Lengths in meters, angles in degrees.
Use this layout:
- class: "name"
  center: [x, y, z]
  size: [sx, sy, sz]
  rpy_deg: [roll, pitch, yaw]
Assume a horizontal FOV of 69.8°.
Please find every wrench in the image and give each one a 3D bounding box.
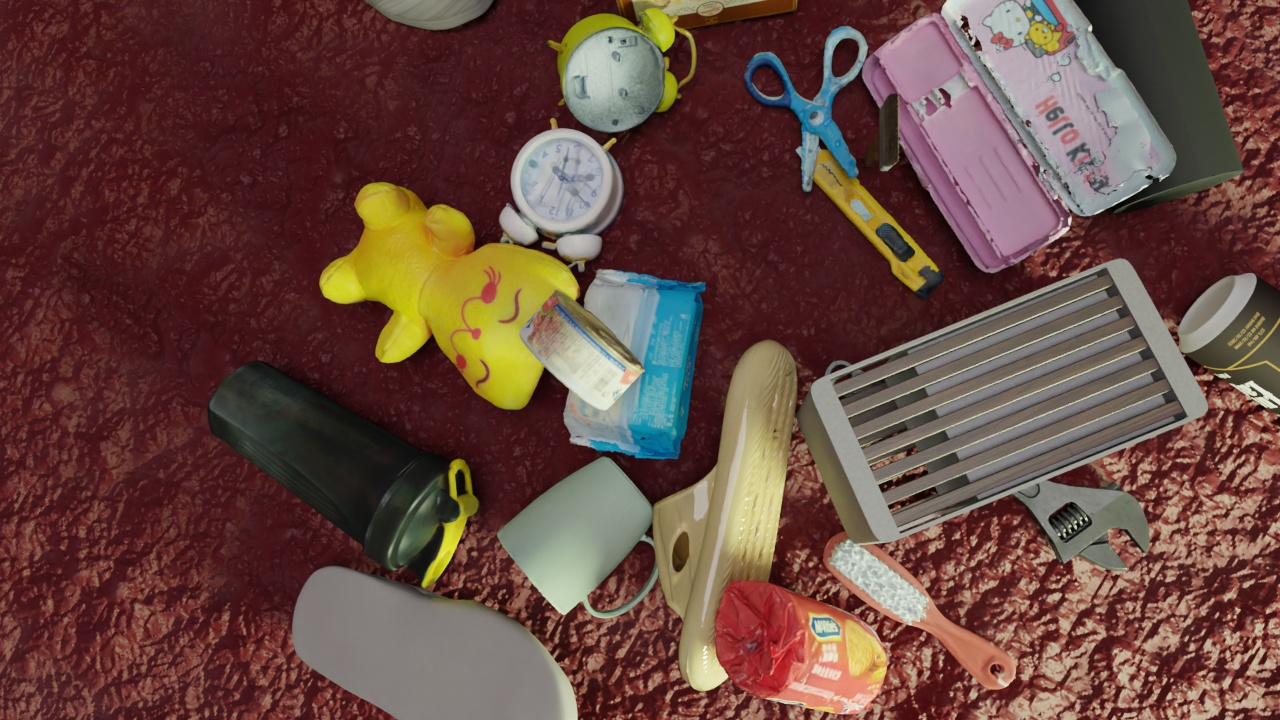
- class: "wrench"
  center: [0.264, 0.076, 0.711]
  size: [0.273, 0.018, 0.073]
  rpy_deg: [32, 90, 8]

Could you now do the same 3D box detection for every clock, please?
- class: "clock"
  center: [-0.064, -0.127, 0.742]
  size: [0.089, 0.052, 0.125]
  rpy_deg: [18, 92, 6]
- class: "clock"
  center: [-0.011, -0.230, 0.725]
  size: [0.119, 0.057, 0.083]
  rpy_deg: [-11, 128, -8]

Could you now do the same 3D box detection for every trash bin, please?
- class: "trash bin"
  center: [0.241, 0.036, 0.651]
  size: [0.229, 0.114, 0.114]
  rpy_deg: [-22, 77, 0]

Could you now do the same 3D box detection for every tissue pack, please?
- class: "tissue pack"
  center: [-0.004, 0.004, 0.721]
  size: [0.093, 0.061, 0.144]
  rpy_deg: [8, 85, 11]

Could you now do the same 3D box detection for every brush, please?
- class: "brush"
  center: [0.174, -0.158, 0.670]
  size: [0.008, 0.143, 0.045]
  rpy_deg: [-1, 95, 7]
- class: "brush"
  center: [0.215, 0.194, 0.703]
  size: [0.172, 0.030, 0.041]
  rpy_deg: [37, 91, 6]

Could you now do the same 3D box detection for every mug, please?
- class: "mug"
  center: [-0.036, 0.142, 0.708]
  size: [0.104, 0.084, 0.111]
  rpy_deg: [-40, 89, -8]

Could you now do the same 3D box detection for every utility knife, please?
- class: "utility knife"
  center: [0.181, -0.114, 0.733]
  size: [0.030, 0.017, 0.159]
  rpy_deg: [-40, 80, -7]

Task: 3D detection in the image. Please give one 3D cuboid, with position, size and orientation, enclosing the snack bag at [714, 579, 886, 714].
- class: "snack bag"
  center: [0.111, 0.204, 0.649]
  size: [0.082, 0.176, 0.082]
  rpy_deg: [-18, 58, 31]

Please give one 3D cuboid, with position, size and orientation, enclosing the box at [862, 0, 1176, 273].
- class: "box"
  center: [0.273, -0.183, 0.682]
  size: [0.153, 0.037, 0.201]
  rpy_deg: [-32, 77, 26]

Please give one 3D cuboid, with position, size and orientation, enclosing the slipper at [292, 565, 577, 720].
- class: "slipper"
  center: [-0.155, 0.238, 0.725]
  size: [0.266, 0.080, 0.113]
  rpy_deg: [14, 82, 24]

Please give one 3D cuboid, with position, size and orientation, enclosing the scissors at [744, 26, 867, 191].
- class: "scissors"
  center: [0.128, -0.199, 0.736]
  size: [0.118, 0.013, 0.140]
  rpy_deg: [7, 91, 20]

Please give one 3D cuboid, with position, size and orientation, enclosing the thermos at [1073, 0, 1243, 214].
- class: "thermos"
  center: [0.368, -0.218, 0.681]
  size: [0.086, 0.086, 0.198]
  rpy_deg: [-15, 85, 5]

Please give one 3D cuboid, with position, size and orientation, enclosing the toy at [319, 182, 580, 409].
- class: "toy"
  center: [-0.149, -0.052, 0.728]
  size: [0.194, 0.087, 0.135]
  rpy_deg: [28, 107, 8]

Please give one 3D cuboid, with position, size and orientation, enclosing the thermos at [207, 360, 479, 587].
- class: "thermos"
  center: [-0.235, 0.082, 0.729]
  size: [0.221, 0.098, 0.098]
  rpy_deg: [30, 90, 12]

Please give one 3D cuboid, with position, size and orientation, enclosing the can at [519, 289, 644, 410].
- class: "can"
  center: [-0.042, -0.007, 0.653]
  size: [0.086, 0.086, 0.043]
  rpy_deg: [43, 95, 7]

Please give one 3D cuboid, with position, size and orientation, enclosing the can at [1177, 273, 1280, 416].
- class: "can"
  center: [0.467, -0.002, 0.666]
  size: [0.128, 0.072, 0.072]
  rpy_deg: [36, 91, 7]

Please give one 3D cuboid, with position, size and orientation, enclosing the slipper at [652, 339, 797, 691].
- class: "slipper"
  center: [0.059, 0.110, 0.697]
  size: [0.079, 0.111, 0.261]
  rpy_deg: [10, 87, 31]

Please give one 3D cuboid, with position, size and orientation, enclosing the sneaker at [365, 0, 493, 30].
- class: "sneaker"
  center: [-0.230, -0.359, 0.753]
  size: [0.236, 0.089, 0.099]
  rpy_deg: [29, 90, 7]

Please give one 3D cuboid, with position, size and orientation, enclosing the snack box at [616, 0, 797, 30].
- class: "snack box"
  center: [0.047, -0.307, 0.691]
  size: [0.143, 0.147, 0.041]
  rpy_deg: [-7, 80, 7]
